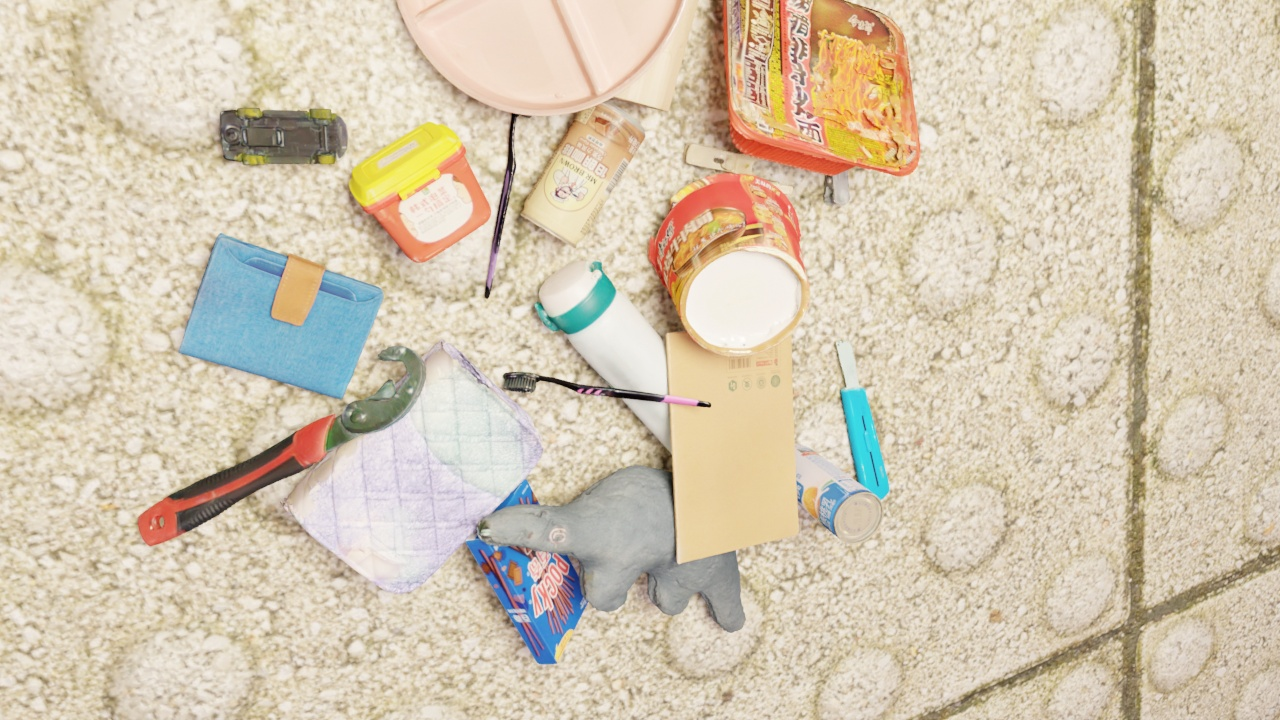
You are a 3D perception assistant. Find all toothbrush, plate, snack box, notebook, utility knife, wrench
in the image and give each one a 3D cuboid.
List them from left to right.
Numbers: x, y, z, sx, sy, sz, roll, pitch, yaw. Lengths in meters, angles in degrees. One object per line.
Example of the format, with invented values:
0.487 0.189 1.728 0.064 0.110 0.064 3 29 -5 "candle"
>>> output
-0.291 0.075 0.746 0.273 0.016 0.056 -32 78 2 "wrench"
-0.170 -0.130 0.722 0.091 0.082 0.080 -34 125 -7 "snack box"
-0.112 -0.143 0.775 0.016 0.014 0.189 3 106 -34 "toothbrush"
-0.101 0.197 0.853 0.026 0.084 0.157 -10 118 28 "snack box"
-0.072 -0.300 0.681 0.229 0.028 0.230 2 103 8 "plate"
-0.032 0.030 0.809 0.189 0.017 0.014 8 150 9 "toothbrush"
0.088 0.073 0.853 0.147 0.008 0.207 -6 95 -33 "notebook"
0.232 0.066 0.971 0.034 0.018 0.199 -23 112 -12 "utility knife"

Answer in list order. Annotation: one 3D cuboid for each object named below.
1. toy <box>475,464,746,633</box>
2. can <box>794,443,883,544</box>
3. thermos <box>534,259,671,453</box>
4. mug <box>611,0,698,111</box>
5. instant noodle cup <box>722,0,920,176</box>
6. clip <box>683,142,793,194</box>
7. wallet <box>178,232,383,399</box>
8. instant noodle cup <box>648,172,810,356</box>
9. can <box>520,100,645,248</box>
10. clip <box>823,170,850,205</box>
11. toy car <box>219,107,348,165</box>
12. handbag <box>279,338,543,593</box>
0.007 0.171 0.870 0.356 0.091 0.138 27 90 -39 "toy"
0.180 0.128 0.905 0.053 0.134 0.053 -6 108 -19 "can"
-0.005 0.005 0.835 0.073 0.073 0.224 -43 116 -3 "thermos"
-0.022 -0.266 0.739 0.124 0.084 0.104 14 104 1 "mug"
0.143 -0.233 0.780 0.188 0.079 0.164 8 70 -22 "instant noodle cup"
0.094 -0.178 0.837 0.103 0.092 0.035 14 105 12 "clip"
-0.285 -0.033 0.733 0.133 0.040 0.106 20 103 -26 "wallet"
0.083 -0.076 0.792 0.138 0.108 0.138 -3 127 -4 "instant noodle cup"
-0.048 -0.157 0.769 0.058 0.058 0.116 30 95 -26 "can"
0.187 -0.176 0.874 0.025 0.031 0.057 -5 104 -21 "clip"
-0.268 -0.170 0.694 0.090 0.035 0.042 -4 110 -20 "toy car"
-0.189 0.093 0.789 0.194 0.075 0.134 -46 112 -3 "handbag"
